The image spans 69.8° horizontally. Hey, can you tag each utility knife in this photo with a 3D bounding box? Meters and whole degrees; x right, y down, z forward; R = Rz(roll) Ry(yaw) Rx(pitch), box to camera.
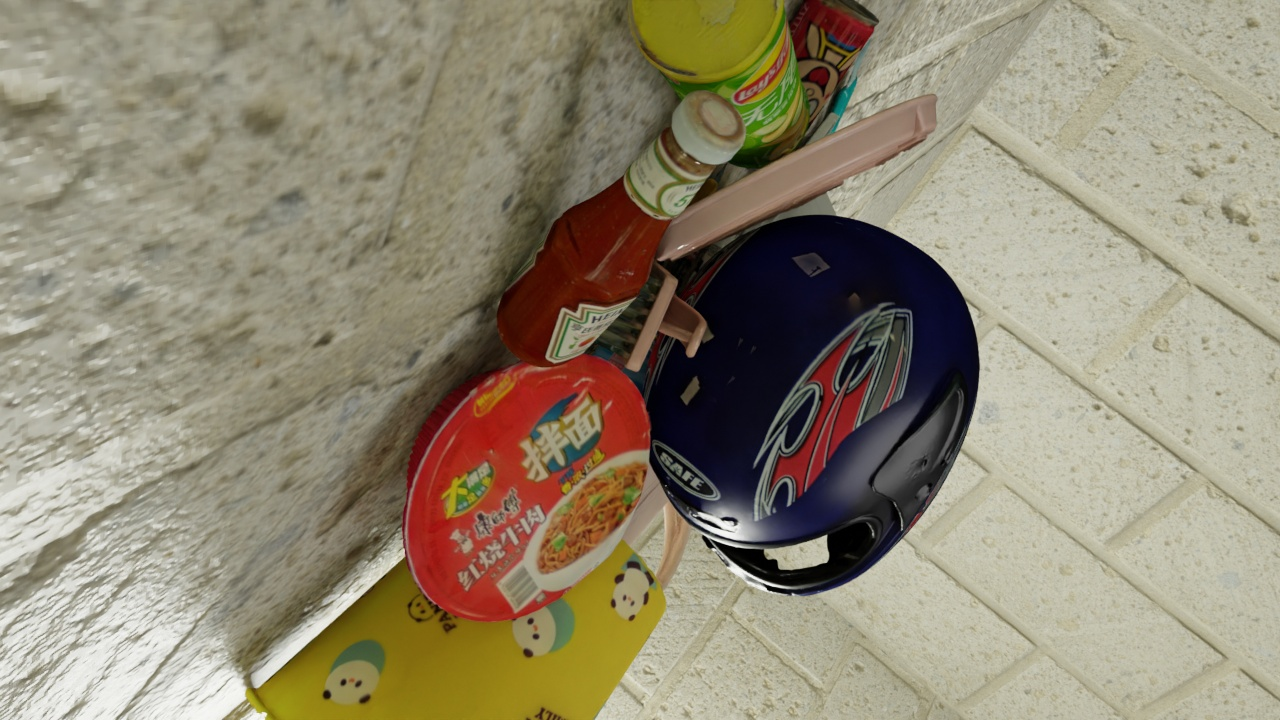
[{"bbox_3d":[0.209,-0.270,0.953,0.029,0.013,0.218,-46,172,-11],"label":"utility knife"},{"bbox_3d":[0.020,-0.095,0.762,0.171,0.015,0.033,-51,172,1],"label":"utility knife"}]

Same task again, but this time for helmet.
[{"bbox_3d":[0.117,0.039,0.727,0.240,0.247,0.316,15,105,-49],"label":"helmet"}]

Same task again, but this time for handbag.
[{"bbox_3d":[-0.010,0.153,0.954,0.192,0.094,0.234,-42,123,-45],"label":"handbag"}]

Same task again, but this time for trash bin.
[{"bbox_3d":[-0.128,0.236,0.721,0.254,0.229,0.230,-47,169,-25],"label":"trash bin"}]

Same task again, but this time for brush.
[{"bbox_3d":[0.002,-0.037,0.628,0.145,0.073,0.063,-112,-136,-77],"label":"brush"}]

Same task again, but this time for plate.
[{"bbox_3d":[0.106,-0.124,0.659,0.229,0.028,0.229,-25,-177,1],"label":"plate"}]

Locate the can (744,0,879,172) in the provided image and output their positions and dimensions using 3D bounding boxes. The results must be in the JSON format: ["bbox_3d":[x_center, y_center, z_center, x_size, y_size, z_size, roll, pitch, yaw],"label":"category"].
[{"bbox_3d":[0.114,-0.203,0.673,0.133,0.053,0.053,-57,168,31],"label":"can"}]

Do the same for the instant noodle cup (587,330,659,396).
[{"bbox_3d":[-0.005,0.005,0.819,0.109,0.099,0.099,-56,172,-19],"label":"instant noodle cup"}]

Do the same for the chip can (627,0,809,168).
[{"bbox_3d":[0.053,-0.161,0.512,0.073,0.072,0.221,-52,169,9],"label":"chip can"}]

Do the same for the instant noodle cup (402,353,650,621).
[{"bbox_3d":[-0.085,0.077,0.621,0.193,0.066,0.194,-19,120,-36],"label":"instant noodle cup"}]

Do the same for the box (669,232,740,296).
[{"bbox_3d":[0.062,-0.096,0.846,0.165,0.051,0.068,119,-8,-47],"label":"box"}]

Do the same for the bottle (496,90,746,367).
[{"bbox_3d":[-0.015,-0.064,0.490,0.059,0.060,0.207,-41,179,-42],"label":"bottle"}]

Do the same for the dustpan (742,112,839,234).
[{"bbox_3d":[0.119,-0.137,0.969,0.258,0.142,0.222,-25,-172,21],"label":"dustpan"}]
